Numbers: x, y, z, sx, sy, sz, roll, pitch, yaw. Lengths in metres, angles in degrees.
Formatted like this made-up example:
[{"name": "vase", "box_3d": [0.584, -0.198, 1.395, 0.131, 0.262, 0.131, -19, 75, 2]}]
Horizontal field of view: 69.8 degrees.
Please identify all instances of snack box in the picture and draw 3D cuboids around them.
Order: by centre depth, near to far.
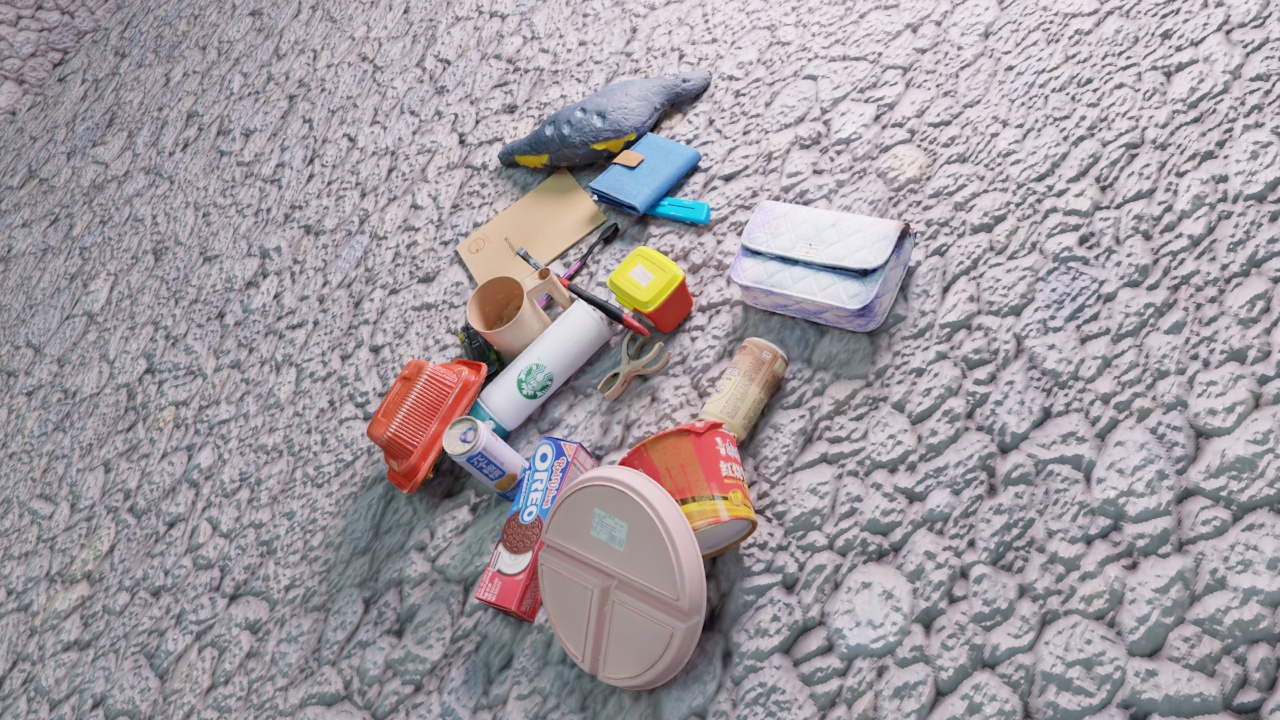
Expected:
[{"name": "snack box", "box_3d": [-0.118, 0.192, 1.062, 0.057, 0.058, 0.207, 9, 65, 27]}, {"name": "snack box", "box_3d": [0.015, -0.085, 1.154, 0.082, 0.080, 0.091, -46, 52, -8]}]

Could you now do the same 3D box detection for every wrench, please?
[{"name": "wrench", "box_3d": [-0.077, -0.089, 1.195, 0.273, 0.056, 0.016, 34, 86, 41]}]

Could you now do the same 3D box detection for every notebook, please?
[{"name": "notebook", "box_3d": [-0.164, -0.186, 1.350, 0.207, 0.008, 0.147, -36, 52, 1]}]

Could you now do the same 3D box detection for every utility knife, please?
[{"name": "utility knife", "box_3d": [0.013, -0.217, 1.278, 0.199, 0.018, 0.034, 16, 69, 34]}]

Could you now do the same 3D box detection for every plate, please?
[{"name": "plate", "box_3d": [-0.030, 0.223, 0.942, 0.230, 0.028, 0.229, -1, 89, 43]}]

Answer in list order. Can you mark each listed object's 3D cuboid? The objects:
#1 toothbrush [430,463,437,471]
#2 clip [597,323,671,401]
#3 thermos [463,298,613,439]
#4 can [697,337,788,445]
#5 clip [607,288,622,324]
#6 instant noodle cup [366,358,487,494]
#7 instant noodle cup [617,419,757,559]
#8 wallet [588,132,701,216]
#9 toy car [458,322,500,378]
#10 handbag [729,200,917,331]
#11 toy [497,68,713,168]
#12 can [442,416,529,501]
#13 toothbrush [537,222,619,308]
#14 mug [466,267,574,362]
[{"name": "toothbrush", "box_3d": [-0.232, 0.084, 1.211, 0.017, 0.014, 0.188, 33, 78, 29]}, {"name": "clip", "box_3d": [-0.002, 0.008, 1.134, 0.093, 0.035, 0.103, 15, 72, 33]}, {"name": "thermos", "box_3d": [-0.136, 0.021, 1.168, 0.224, 0.073, 0.073, -44, 52, -5]}, {"name": "can", "box_3d": [0.117, 0.035, 1.044, 0.058, 0.058, 0.116, 22, 72, 34]}, {"name": "clip", "box_3d": [-0.034, -0.075, 1.211, 0.025, 0.031, 0.057, -8, 53, 19]}, {"name": "instant noodle cup", "box_3d": [-0.281, 0.069, 1.165, 0.188, 0.079, 0.165, -62, 24, -12]}, {"name": "instant noodle cup", "box_3d": [0.053, 0.145, 0.966, 0.138, 0.138, 0.108, -25, 62, 10]}, {"name": "wallet", "box_3d": [0.006, -0.263, 1.286, 0.106, 0.040, 0.132, 30, 65, 38]}, {"name": "toy car", "box_3d": [-0.216, -0.015, 1.251, 0.042, 0.035, 0.090, -29, 59, 9]}, {"name": "handbag", "box_3d": [0.211, -0.118, 1.083, 0.194, 0.075, 0.134, 16, 68, 32]}, {"name": "toy", "box_3d": [-0.061, -0.351, 1.361, 0.357, 0.091, 0.137, -20, 26, 12]}, {"name": "can", "box_3d": [-0.178, 0.118, 1.087, 0.053, 0.134, 0.053, -13, 55, 19]}, {"name": "toothbrush", "box_3d": [-0.095, -0.120, 1.275, 0.189, 0.018, 0.014, -47, 51, -3]}, {"name": "mug", "box_3d": [-0.149, -0.060, 1.200, 0.125, 0.103, 0.084, -31, 56, 4]}]
